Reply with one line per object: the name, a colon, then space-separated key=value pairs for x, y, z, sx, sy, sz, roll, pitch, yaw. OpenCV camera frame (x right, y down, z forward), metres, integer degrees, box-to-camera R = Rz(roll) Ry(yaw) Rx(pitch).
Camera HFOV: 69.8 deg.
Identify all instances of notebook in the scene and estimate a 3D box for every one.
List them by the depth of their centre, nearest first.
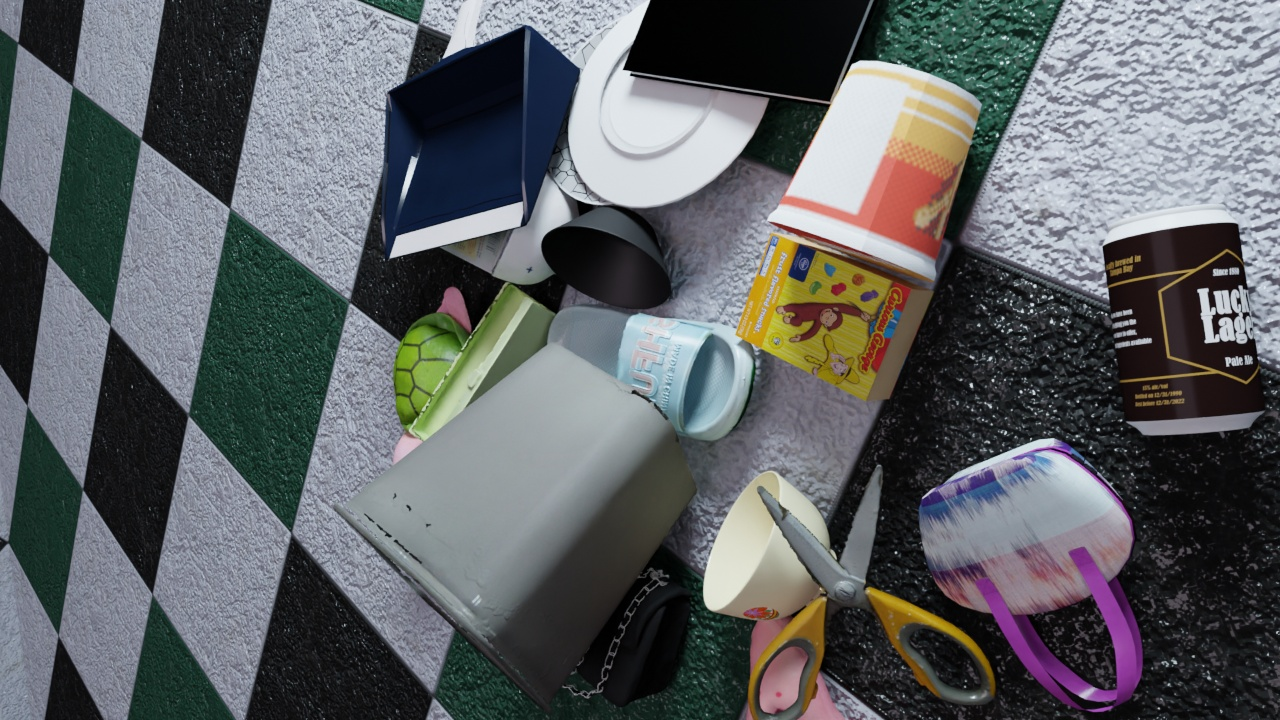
notebook: x=0.092 y=-0.290 z=0.742 sx=0.207 sy=0.016 sz=0.149 roll=22 pitch=90 yaw=36

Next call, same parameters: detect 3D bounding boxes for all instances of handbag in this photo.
handbag: x=0.269 y=0.146 z=0.607 sx=0.145 sy=0.067 sz=0.170 roll=-33 pitch=77 yaw=37
handbag: x=-0.043 y=0.224 z=0.835 sx=0.154 sy=0.114 sz=0.125 roll=33 pitch=107 yaw=38

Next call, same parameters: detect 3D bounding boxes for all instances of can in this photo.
can: x=0.321 y=-0.022 z=0.546 sx=0.072 sy=0.071 sz=0.128 roll=-9 pitch=85 yaw=40

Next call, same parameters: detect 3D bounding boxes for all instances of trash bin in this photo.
trash bin: x=-0.087 y=0.125 z=0.762 sx=0.197 sy=0.197 sz=0.219 roll=30 pitch=66 yaw=34

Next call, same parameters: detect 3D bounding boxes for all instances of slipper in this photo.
slipper: x=-0.005 y=0.005 z=0.822 sx=0.246 sy=0.074 sz=0.104 roll=18 pitch=103 yaw=40

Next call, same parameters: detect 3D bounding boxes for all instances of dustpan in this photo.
dustpan: x=-0.174 y=-0.251 z=0.900 sx=0.237 sy=0.080 sz=0.272 roll=-4 pitch=62 yaw=43

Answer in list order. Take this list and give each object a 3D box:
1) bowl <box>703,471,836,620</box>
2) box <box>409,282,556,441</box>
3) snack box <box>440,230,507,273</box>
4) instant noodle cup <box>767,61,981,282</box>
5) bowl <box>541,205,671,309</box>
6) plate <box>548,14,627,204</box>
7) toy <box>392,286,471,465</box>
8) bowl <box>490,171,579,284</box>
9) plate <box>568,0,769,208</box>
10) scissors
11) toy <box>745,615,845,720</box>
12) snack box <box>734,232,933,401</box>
bowl: x=0.110 y=0.156 z=0.721 sx=0.074 sy=0.117 sz=0.118 roll=27 pitch=115 yaw=-8
box: x=-0.163 y=0.011 z=0.916 sx=0.083 sy=0.091 sz=0.188 roll=34 pitch=90 yaw=29
snack box: x=-0.183 y=-0.179 z=0.998 sx=0.168 sy=0.027 sz=0.132 roll=28 pitch=107 yaw=37
instant noodle cup: x=0.170 y=-0.134 z=0.647 sx=0.123 sy=0.123 sz=0.121 roll=27 pitch=100 yaw=37
bowl: x=-0.023 y=-0.103 z=0.831 sx=0.124 sy=0.124 sz=0.052 roll=-1 pitch=58 yaw=40
plate: x=-0.009 y=-0.228 z=0.834 sx=0.189 sy=0.016 sz=0.188 roll=-10 pitch=71 yaw=31
toy: x=-0.224 y=0.038 z=1.001 sx=0.190 sy=0.087 sz=0.238 roll=9 pitch=91 yaw=46
bowl: x=-0.095 y=-0.123 z=0.888 sx=0.114 sy=0.063 sz=0.113 roll=-61 pitch=14 yaw=26
plate: x=0.018 y=-0.233 z=0.796 sx=0.209 sy=0.015 sz=0.208 roll=-10 pitch=71 yaw=31
scissors: x=0.141 y=0.185 z=0.652 sx=0.225 sy=0.016 sz=0.225 roll=46 pitch=107 yaw=-4
toy: x=0.127 y=0.312 z=0.708 sx=0.192 sy=0.096 sz=0.236 roll=-21 pitch=71 yaw=27
snack box: x=0.147 y=-0.036 z=0.713 sx=0.126 sy=0.040 sz=0.088 roll=30 pitch=110 yaw=36
